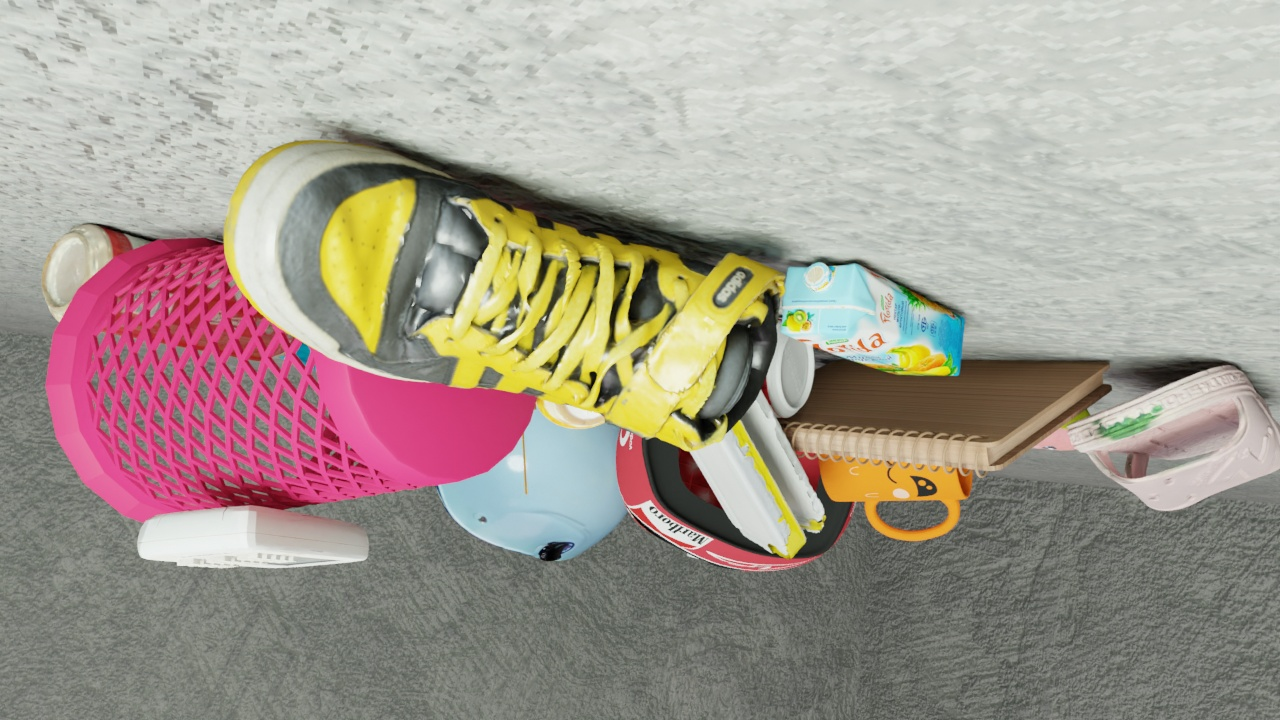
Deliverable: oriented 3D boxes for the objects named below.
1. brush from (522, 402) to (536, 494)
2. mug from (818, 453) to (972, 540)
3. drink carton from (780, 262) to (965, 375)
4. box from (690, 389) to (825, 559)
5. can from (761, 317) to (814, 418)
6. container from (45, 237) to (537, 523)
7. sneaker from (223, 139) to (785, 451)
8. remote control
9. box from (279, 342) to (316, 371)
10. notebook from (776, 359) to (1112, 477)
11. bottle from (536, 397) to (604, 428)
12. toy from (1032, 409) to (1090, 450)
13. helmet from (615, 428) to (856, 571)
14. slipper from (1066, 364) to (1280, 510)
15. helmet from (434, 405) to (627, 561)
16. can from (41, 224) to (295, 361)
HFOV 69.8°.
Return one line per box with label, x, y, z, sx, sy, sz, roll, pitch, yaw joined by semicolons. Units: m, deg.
brush;-0.077;0.011;0.541;0.017;0.126;0.048;-2;177;-26
mug;0.193;0.081;0.684;0.096;0.112;0.077;-6;-167;29
drink carton;0.119;-0.018;0.457;0.044;0.038;0.128;2;172;42
box;0.052;0.037;0.564;0.066;0.044;0.210;21;148;53
can;0.056;0.003;0.605;0.105;0.064;0.064;4;173;34
container;-0.180;0.004;0.508;0.226;0.183;0.183;-6;167;36
sneaker;-0.029;-0.018;0.364;0.122;0.086;0.238;19;-175;35
remote control;-0.202;0.098;0.495;0.060;0.025;0.138;-6;165;7
box;-0.193;0.001;0.811;0.182;0.039;0.226;18;-175;26
notebook;0.169;0.030;0.606;0.168;0.022;0.211;-21;-166;-40
bottle;-0.045;-0.005;0.578;0.063;0.063;0.108;11;-157;-25
toy;0.310;0.046;0.742;0.110;0.051;0.090;5;175;12
helmet;0.086;0.109;0.937;0.270;0.197;0.225;18;170;-17
slipper;0.357;0.056;0.587;0.238;0.064;0.094;8;148;-46
helmet;-0.094;0.102;1.013;0.167;0.225;0.265;-25;141;30
can;-0.321;-0.043;0.648;0.067;0.067;0.170;4;173;30
